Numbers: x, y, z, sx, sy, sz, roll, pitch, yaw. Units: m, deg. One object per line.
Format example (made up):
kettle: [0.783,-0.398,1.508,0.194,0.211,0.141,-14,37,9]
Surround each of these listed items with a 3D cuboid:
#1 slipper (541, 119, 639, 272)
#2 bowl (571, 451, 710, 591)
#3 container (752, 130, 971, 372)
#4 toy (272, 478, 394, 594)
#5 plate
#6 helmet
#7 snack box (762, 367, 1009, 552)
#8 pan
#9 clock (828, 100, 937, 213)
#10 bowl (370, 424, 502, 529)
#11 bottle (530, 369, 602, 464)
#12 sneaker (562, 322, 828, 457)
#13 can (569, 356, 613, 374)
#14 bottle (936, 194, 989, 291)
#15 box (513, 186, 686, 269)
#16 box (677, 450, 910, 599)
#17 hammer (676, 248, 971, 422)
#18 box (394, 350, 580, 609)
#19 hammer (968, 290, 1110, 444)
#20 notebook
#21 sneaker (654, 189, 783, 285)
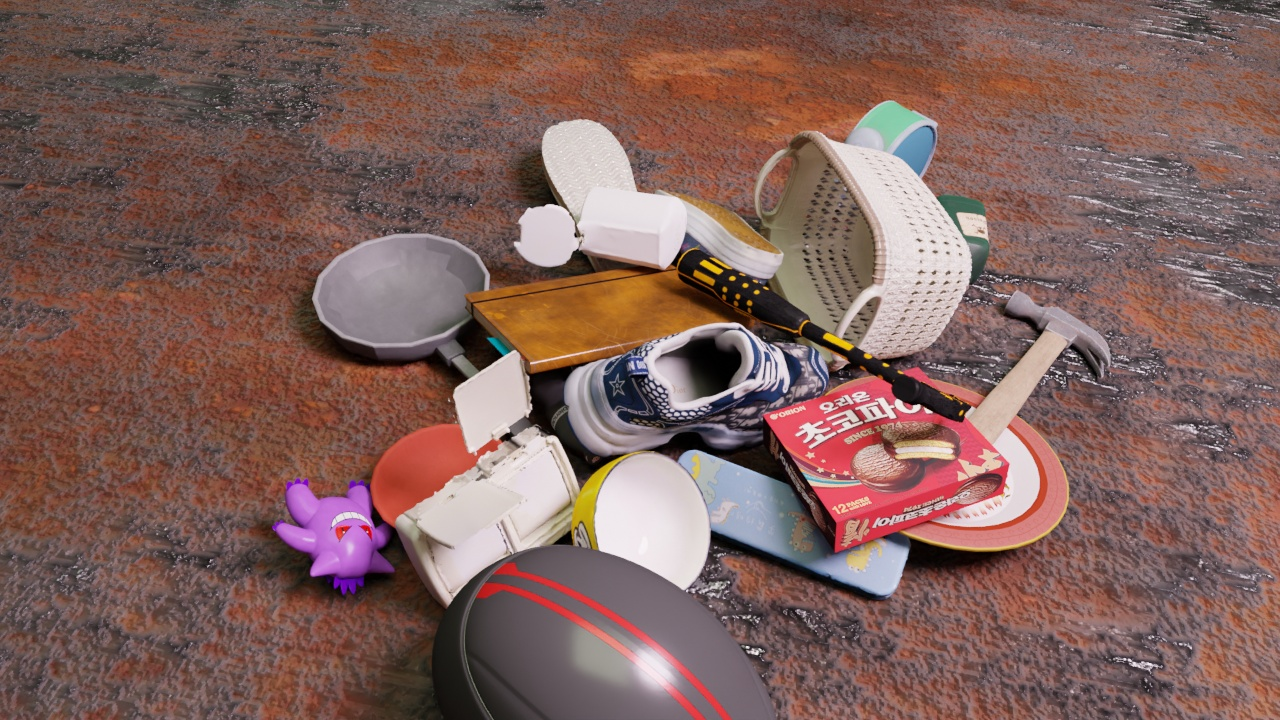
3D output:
slipper: [-0.043,-0.180,1.077,0.115,0.052,0.262,-11,57,-19]
bowl: [-0.008,0.135,0.740,0.117,0.068,0.117,12,70,-35]
container: [0.219,-0.112,0.939,0.142,0.185,0.245,0,46,-18]
toy: [-0.245,0.144,0.741,0.106,0.056,0.088,10,26,-46]
plate: [0.264,0.090,0.828,0.230,0.021,0.229,4,36,-3]
helmet: [-0.033,0.211,0.606,0.265,0.170,0.163,26,50,20]
snack box: [0.201,0.078,0.771,0.152,0.036,0.132,-16,40,-11]
pan: [-0.190,-0.010,0.905,0.178,0.041,0.357,-28,53,-27]
clock: [0.278,-0.238,1.097,0.161,0.122,0.075,-29,54,-32]
bowl: [-0.167,0.111,0.791,0.122,0.035,0.121,2,45,-2]
bottle: [-0.066,0.053,0.853,0.036,0.036,0.110,-20,50,-21]
sneaker: [0.075,0.013,0.793,0.268,0.133,0.103,-5,71,-32]
can: [-0.005,0.005,0.898,0.130,0.044,0.129,1,45,-2]
bottle: [0.355,-0.125,1.033,0.061,0.061,0.131,11,46,5]
box: [-0.041,-0.138,0.960,0.162,0.085,0.111,12,42,15]
box: [0.121,0.135,0.775,0.210,0.049,0.066,19,50,15]
hammer: [0.147,-0.028,0.810,0.123,0.036,0.321,16,14,-47]
box: [-0.106,0.107,0.694,0.145,0.186,0.095,-37,56,-25]
hammer: [0.357,0.027,0.880,0.119,0.031,0.330,33,43,25]
notebook: [-0.043,-0.049,0.890,0.248,0.014,0.178,-12,30,-28]
sneaker: [0.075,-0.124,1.016,0.087,0.079,0.235,10,22,-29]
